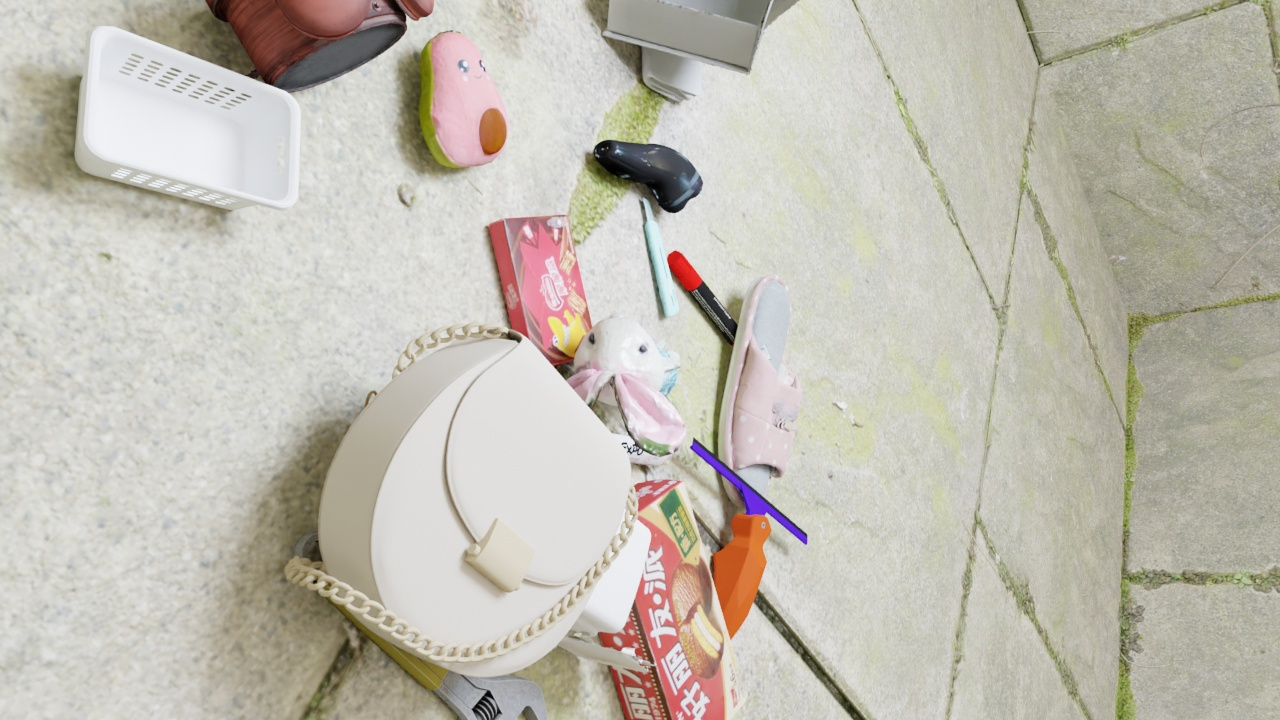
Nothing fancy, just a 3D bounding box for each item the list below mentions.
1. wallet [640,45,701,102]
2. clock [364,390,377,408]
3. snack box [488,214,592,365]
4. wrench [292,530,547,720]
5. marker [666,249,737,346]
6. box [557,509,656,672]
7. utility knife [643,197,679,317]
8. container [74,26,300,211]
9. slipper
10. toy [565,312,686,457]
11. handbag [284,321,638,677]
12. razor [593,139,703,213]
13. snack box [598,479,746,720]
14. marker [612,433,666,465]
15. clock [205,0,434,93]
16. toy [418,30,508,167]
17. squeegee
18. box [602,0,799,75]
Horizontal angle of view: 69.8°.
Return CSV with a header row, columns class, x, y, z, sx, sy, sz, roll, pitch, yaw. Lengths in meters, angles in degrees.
class,x,y,z,sx,sy,sz,roll,pitch,yaw
wallet,0.030,-0.353,1.030,0.086,0.032,0.116,14,73,-38
clock,-0.147,0.051,0.686,0.147,0.056,0.103,26,66,-48
snack box,-0.085,-0.062,0.820,0.089,0.021,0.133,-17,96,-53
wrench,-0.154,0.214,0.671,0.273,0.018,0.083,56,44,-28
marker,0.076,-0.067,1.028,0.145,0.021,0.023,48,19,-34
box,-0.035,0.197,0.756,0.136,0.109,0.123,42,53,-37
utility knife,0.018,-0.109,0.971,0.022,0.015,0.129,-13,89,-51
container,-0.281,-0.139,0.564,0.129,0.050,0.080,11,74,-50
slipper,0.145,0.034,1.046,0.114,0.055,0.274,18,77,-51
toy,-0.005,0.005,0.823,0.205,0.131,0.106,-45,135,-65
handbag,-0.111,0.101,0.631,0.211,0.103,0.208,52,57,-38
razor,0.007,-0.192,0.946,0.140,0.053,0.063,6,86,-49
snack box,0.019,0.241,0.853,0.112,0.060,0.236,-26,103,-50
marker,-0.022,0.082,0.866,0.125,0.025,0.025,15,70,-50
clock,-0.204,-0.235,0.597,0.120,0.158,0.072,-41,108,-48
toy,-0.149,-0.212,0.748,0.089,0.051,0.110,-24,100,-53
squeegee,0.104,0.222,0.972,0.249,0.055,0.184,42,62,-39
box,0.144,-0.406,0.909,0.150,0.370,0.166,48,47,-38
